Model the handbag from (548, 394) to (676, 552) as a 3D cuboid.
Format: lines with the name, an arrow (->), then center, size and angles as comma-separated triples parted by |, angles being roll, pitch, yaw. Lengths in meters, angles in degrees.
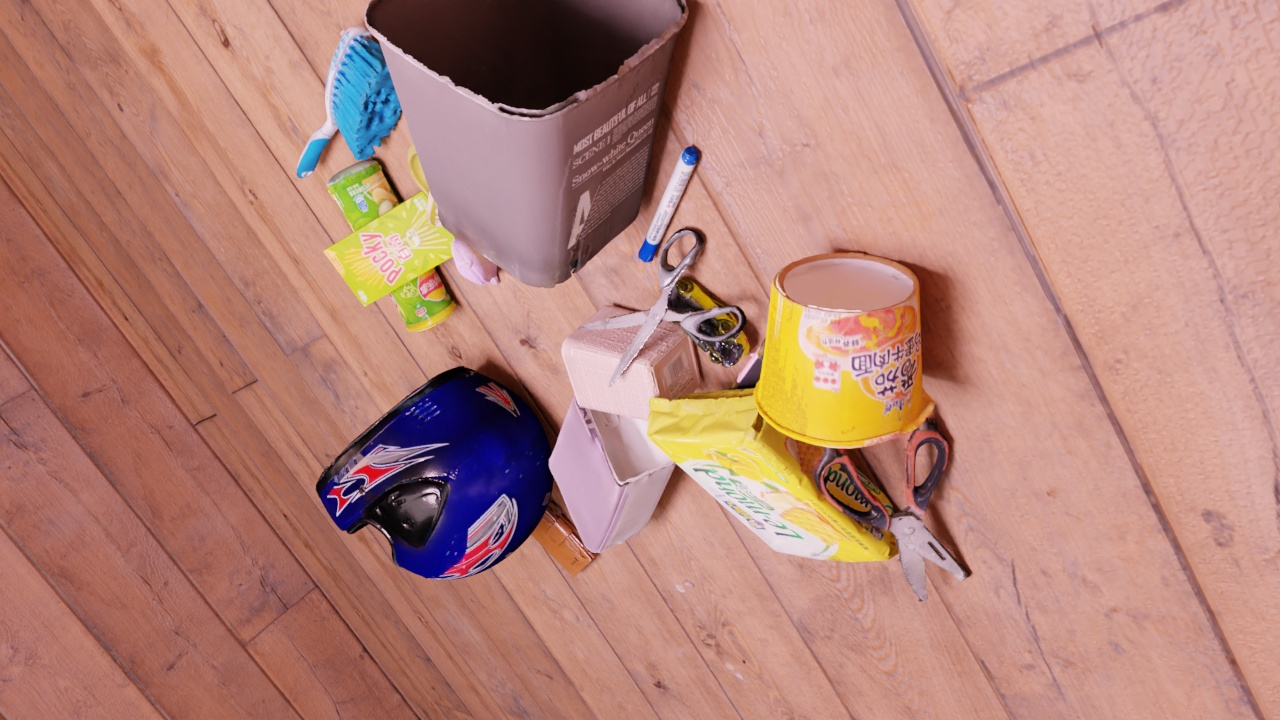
handbag -> -0.037, 0.121, 1.092 | 0.145, 0.098, 0.197 | 54, 150, 22

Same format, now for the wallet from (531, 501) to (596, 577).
wallet -> -0.128, 0.266, 1.396 | 0.132, 0.031, 0.108 | 45, 147, 4

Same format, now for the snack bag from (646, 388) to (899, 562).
snack bag -> 0.133, 0.111, 0.885 | 0.246, 0.068, 0.158 | 43, 153, -24

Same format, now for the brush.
brush -> -0.355, -0.279, 1.095 | 0.109, 0.060, 0.316 | 52, 143, 7

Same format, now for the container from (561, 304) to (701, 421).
container -> -0.006, 0.006, 0.956 | 0.111, 0.090, 0.090 | 14, 132, 37

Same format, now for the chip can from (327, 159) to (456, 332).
chip can -> -0.317, -0.146, 1.172 | 0.073, 0.072, 0.221 | 0, 123, 48

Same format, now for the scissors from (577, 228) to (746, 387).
scissors -> 0.020, -0.042, 0.866 | 0.159, 0.014, 0.181 | 27, 108, 23

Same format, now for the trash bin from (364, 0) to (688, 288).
trash bin -> -0.087, -0.201, 0.768 | 0.199, 0.198, 0.220 | 35, 150, 21

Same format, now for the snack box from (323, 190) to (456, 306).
snack box -> -0.299, -0.137, 1.119 | 0.157, 0.026, 0.086 | -26, 110, 17

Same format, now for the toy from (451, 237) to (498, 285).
toy -> -0.193, -0.119, 1.061 | 0.084, 0.039, 0.108 | 56, -174, -11

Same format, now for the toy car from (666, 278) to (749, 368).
toy car -> 0.064, -0.040, 0.883 | 0.105, 0.032, 0.048 | 45, 147, 22

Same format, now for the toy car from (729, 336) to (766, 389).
toy car -> 0.124, 0.015, 0.860 | 0.056, 0.037, 0.123 | 32, 144, 2

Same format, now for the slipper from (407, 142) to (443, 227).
slipper -> -0.204, -0.173, 1.014 | 0.190, 0.081, 0.092 | 39, 147, 19

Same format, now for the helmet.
helmet -> -0.259, 0.173, 1.226 | 0.316, 0.246, 0.240 | -38, 86, 24

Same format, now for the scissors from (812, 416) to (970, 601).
scissors -> 0.234, 0.132, 0.817 | 0.189, 0.015, 0.222 | 8, 117, -12

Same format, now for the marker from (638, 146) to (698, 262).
marker -> 0.024, -0.140, 0.843 | 0.017, 0.016, 0.146 | 42, 146, 11

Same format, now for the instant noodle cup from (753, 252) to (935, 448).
instant noodle cup -> 0.159, -0.015, 0.720 | 0.138, 0.137, 0.110 | 21, 128, 36
